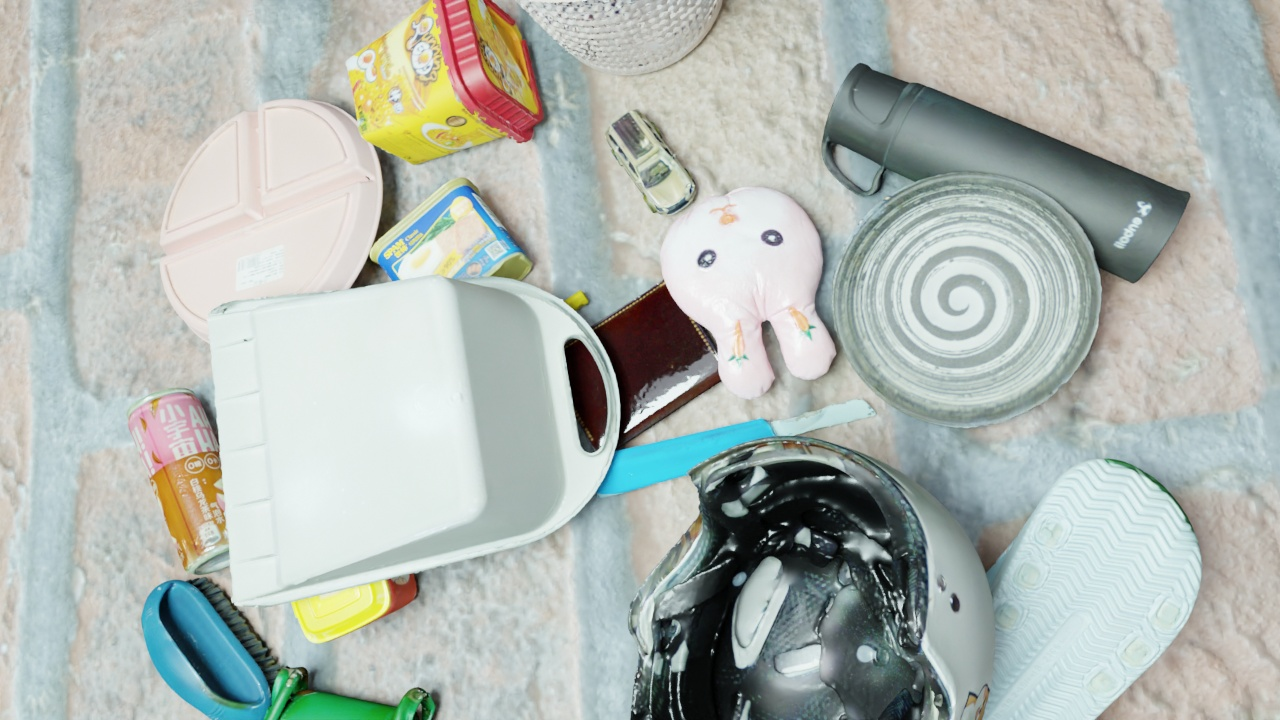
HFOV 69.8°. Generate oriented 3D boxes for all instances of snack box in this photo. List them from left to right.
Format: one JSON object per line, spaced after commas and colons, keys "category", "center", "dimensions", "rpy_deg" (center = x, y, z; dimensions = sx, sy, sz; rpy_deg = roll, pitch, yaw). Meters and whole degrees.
{"category": "snack box", "center": [-0.217, 0.158, 0.696], "dimensions": [0.082, 0.080, 0.091], "rpy_deg": [-26, 76, 7]}

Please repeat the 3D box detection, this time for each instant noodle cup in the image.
{"category": "instant noodle cup", "center": [-0.161, -0.223, 0.743], "dimensions": [0.124, 0.116, 0.116], "rpy_deg": [-19, 77, 20]}

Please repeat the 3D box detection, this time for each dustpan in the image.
{"category": "dustpan", "center": [-0.158, 0.045, 0.673], "dimensions": [0.258, 0.142, 0.222], "rpy_deg": [-15, 78, 21]}

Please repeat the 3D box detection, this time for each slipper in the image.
{"category": "slipper", "center": [0.264, 0.178, 0.598], "dimensions": [0.104, 0.074, 0.246], "rpy_deg": [32, 104, 14]}

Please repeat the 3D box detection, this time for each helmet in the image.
{"category": "helmet", "center": [0.117, 0.184, 0.574], "dimensions": [0.230, 0.156, 0.274], "rpy_deg": [26, 106, 49]}

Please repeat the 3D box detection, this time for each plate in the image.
{"category": "plate", "center": [-0.320, -0.120, 0.774], "dimensions": [0.230, 0.028, 0.229], "rpy_deg": [-6, 74, 21]}
{"category": "plate", "center": [0.225, -0.043, 0.649], "dimensions": [0.180, 0.024, 0.179], "rpy_deg": [4, 99, 25]}

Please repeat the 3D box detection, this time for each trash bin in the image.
{"category": "trash bin", "center": [-0.022, -0.323, 0.682], "dimensions": [0.228, 0.192, 0.227], "rpy_deg": [-2, 80, 12]}

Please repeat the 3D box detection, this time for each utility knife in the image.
{"category": "utility knife", "center": [0.067, 0.062, 0.684], "dimensions": [0.216, 0.018, 0.034], "rpy_deg": [-15, 111, 7]}

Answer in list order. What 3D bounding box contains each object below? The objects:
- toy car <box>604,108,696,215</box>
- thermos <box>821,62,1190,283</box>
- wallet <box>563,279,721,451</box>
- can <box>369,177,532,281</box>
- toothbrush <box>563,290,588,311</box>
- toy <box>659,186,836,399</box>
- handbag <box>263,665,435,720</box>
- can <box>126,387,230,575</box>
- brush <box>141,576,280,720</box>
{"category": "toy car", "center": [0.008, -0.157, 0.729], "dimensions": [0.042, 0.035, 0.090], "rpy_deg": [-35, 77, 5]}
{"category": "thermos", "center": [0.250, -0.130, 0.664], "dimensions": [0.242, 0.068, 0.090], "rpy_deg": [29, 119, 17]}
{"category": "wallet", "center": [-0.004, 0.004, 0.711], "dimensions": [0.122, 0.020, 0.096], "rpy_deg": [-33, 72, 5]}
{"category": "can", "center": [-0.151, -0.081, 0.738], "dimensions": [0.102, 0.057, 0.083], "rpy_deg": [-39, 77, 3]}
{"category": "toothbrush", "center": [-0.120, 0.005, 0.737], "dimensions": [0.190, 0.015, 0.016], "rpy_deg": [-36, 79, 4]}
{"category": "toy", "center": [0.084, -0.054, 0.683], "dimensions": [0.121, 0.054, 0.159], "rpy_deg": [-20, 77, -3]}
{"category": "handbag", "center": [-0.223, 0.295, 0.679], "dimensions": [0.131, 0.068, 0.120], "rpy_deg": [5, 80, 12]}
{"category": "can", "center": [-0.367, 0.098, 0.750], "dimensions": [0.058, 0.058, 0.147], "rpy_deg": [-31, 75, 5]}
{"category": "brush", "center": [-0.339, 0.230, 0.713], "dimensions": [0.144, 0.073, 0.055], "rpy_deg": [44, 97, 15]}
